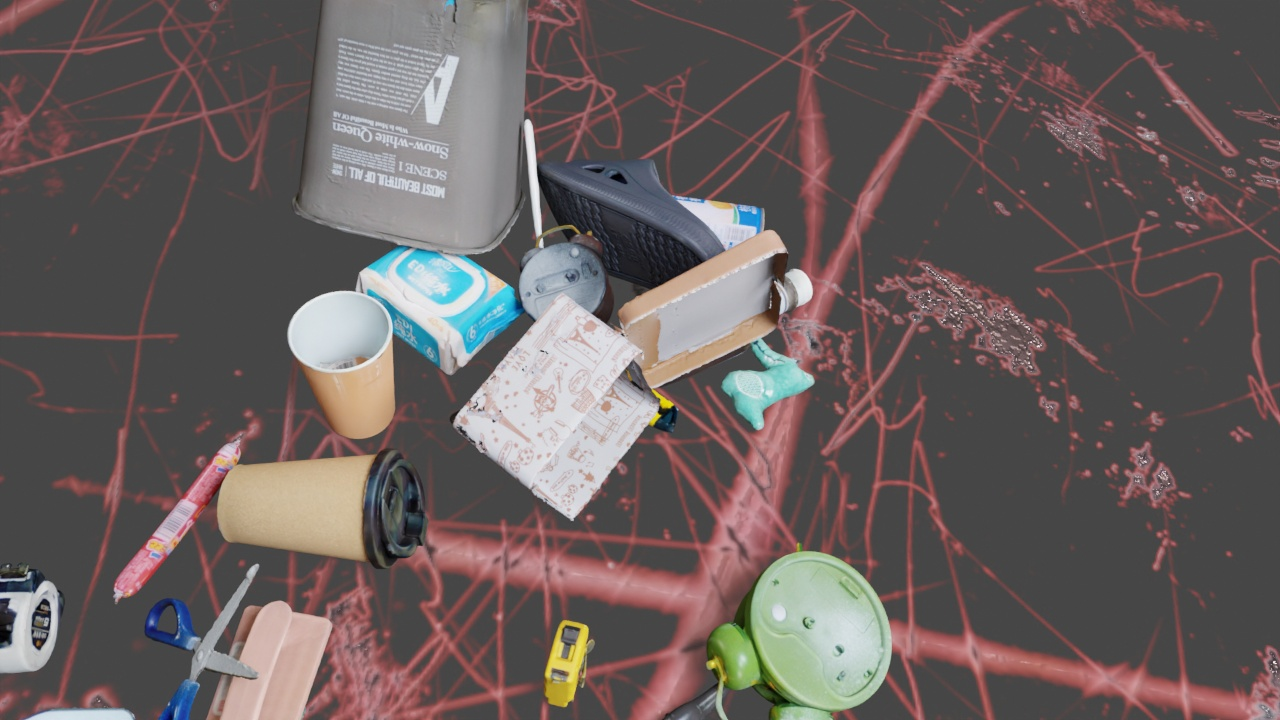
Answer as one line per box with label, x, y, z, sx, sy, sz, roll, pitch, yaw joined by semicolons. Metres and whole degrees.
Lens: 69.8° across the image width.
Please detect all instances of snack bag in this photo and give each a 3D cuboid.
snack bag;-0.440;0.283;0.597;0.191;0.039;0.110;4;50;-7

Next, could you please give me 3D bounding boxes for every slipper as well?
slipper;0.004;-0.129;0.859;0.083;0.111;0.268;-38;44;-21

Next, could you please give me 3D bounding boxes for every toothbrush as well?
toothbrush;-0.095;-0.140;0.880;0.016;0.016;0.180;-7;97;-5
toothbrush;0.027;0.269;0.676;0.212;0.026;0.027;-33;84;-29

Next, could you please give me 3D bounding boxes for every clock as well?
clock;0.116;0.219;0.690;0.116;0.056;0.160;43;55;7
clock;-0.068;-0.072;0.846;0.082;0.055;0.121;-17;69;6

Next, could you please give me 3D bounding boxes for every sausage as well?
sausage;-0.363;0.124;0.727;0.020;0.020;0.155;22;56;7

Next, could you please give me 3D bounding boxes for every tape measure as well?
tape measure;-0.438;0.185;0.646;0.033;0.066;0.066;0;54;-11
tape measure;-0.052;0.223;0.677;0.029;0.060;0.057;12;49;3

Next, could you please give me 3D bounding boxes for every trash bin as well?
trash bin;-0.199;-0.242;0.844;0.199;0.220;0.198;13;32;-1

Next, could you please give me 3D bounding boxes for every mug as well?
mug;-0.240;0.010;0.758;0.078;0.123;0.078;4;56;-6

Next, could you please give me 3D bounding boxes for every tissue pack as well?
tissue pack;-0.185;-0.057;0.847;0.140;0.063;0.089;35;57;16

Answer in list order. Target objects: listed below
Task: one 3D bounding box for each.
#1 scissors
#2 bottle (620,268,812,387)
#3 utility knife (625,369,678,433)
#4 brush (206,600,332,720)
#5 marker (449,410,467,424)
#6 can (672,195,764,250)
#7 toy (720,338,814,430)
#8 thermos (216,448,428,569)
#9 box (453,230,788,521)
scissors;-0.307;0.206;0.629;0.162;0.012;0.176;26;91;45
bottle;0.079;-0.039;0.879;0.194;0.044;0.080;-24;48;-22
utility knife;-0.026;0.015;0.848;0.154;0.015;0.033;36;57;18
brush;-0.265;0.242;0.627;0.063;0.073;0.145;11;57;-1
marker;-0.116;0.028;0.829;0.124;0.015;0.018;-28;61;-22
can;0.056;-0.139;0.942;0.134;0.053;0.053;7;55;-3
toy;0.117;0.018;0.859;0.091;0.030;0.096;-18;52;-24
thermos;-0.245;0.114;0.713;0.143;0.093;0.092;1;55;3
box;-0.006;0.004;0.722;0.272;0.178;0.106;-39;73;-6
